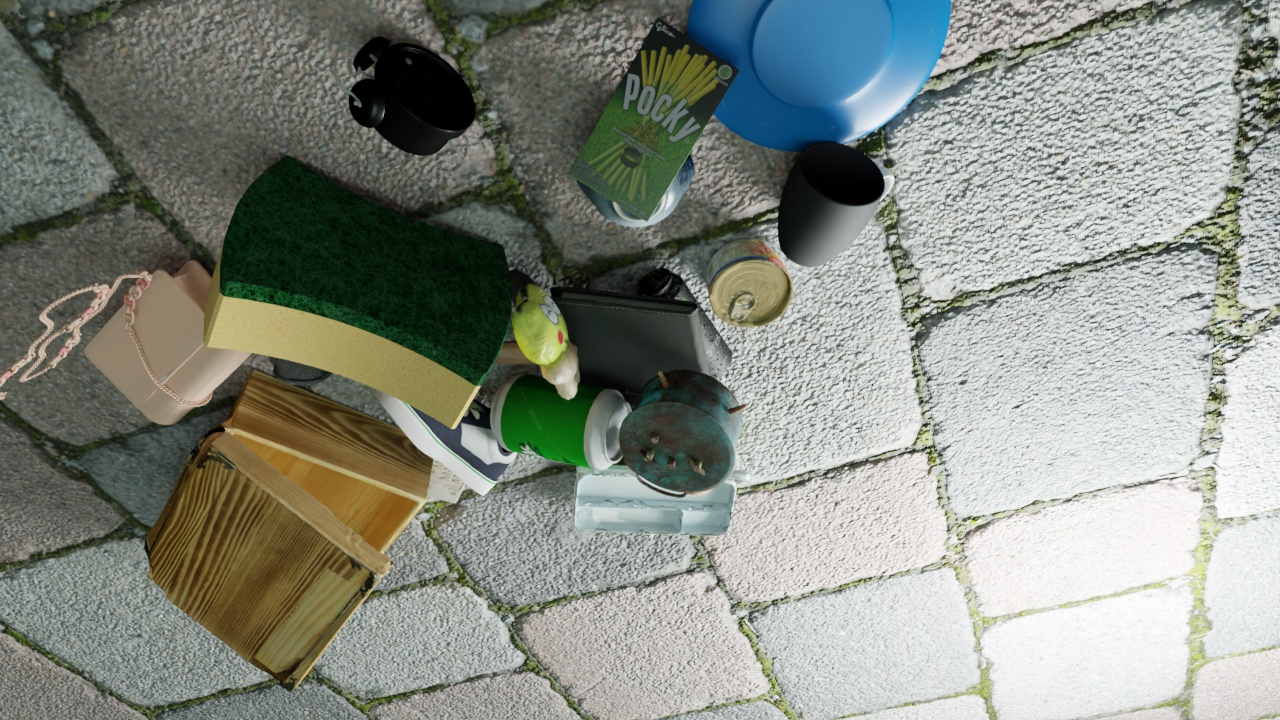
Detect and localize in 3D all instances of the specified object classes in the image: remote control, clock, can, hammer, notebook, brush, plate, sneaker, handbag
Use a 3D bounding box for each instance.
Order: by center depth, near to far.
[{"bbox_3d":[-0.198,-0.221,0.765,0.120,0.091,0.043,20,139,-37],"label":"clock"},{"bbox_3d":[0.152,-0.273,0.778,0.224,0.024,0.225,-1,132,-2],"label":"plate"},{"bbox_3d":[-0.247,-0.064,0.832,0.250,0.194,0.075,21,127,-20],"label":"brush"},{"bbox_3d":[-0.496,0.011,0.889,0.199,0.186,0.116,-35,96,24],"label":"handbag"},{"bbox_3d":[0.111,-0.079,0.938,0.086,0.043,0.086,-1,132,-1],"label":"can"},{"bbox_3d":[0.038,0.090,0.952,0.121,0.073,0.158,21,128,4],"label":"clock"},{"bbox_3d":[-0.231,-0.014,0.959,0.328,0.052,0.098,4,132,0],"label":"hammer"},{"bbox_3d":[-0.113,-0.044,0.965,0.046,0.009,0.125,23,142,33],"label":"remote control"},{"bbox_3d":[0.047,-0.035,0.967,0.054,0.053,0.138,-24,128,18],"label":"can"},{"bbox_3d":[-0.006,0.006,0.979,0.170,0.029,0.209,7,139,19],"label":"notebook"},{"bbox_3d":[-0.086,0.066,1.000,0.140,0.087,0.088,9,136,23],"label":"can"},{"bbox_3d":[-0.211,0.064,1.001,0.079,0.084,0.235,-45,142,-6],"label":"sneaker"},{"bbox_3d":[-0.231,0.127,1.126,0.050,0.011,0.136,17,129,-17],"label":"remote control"}]

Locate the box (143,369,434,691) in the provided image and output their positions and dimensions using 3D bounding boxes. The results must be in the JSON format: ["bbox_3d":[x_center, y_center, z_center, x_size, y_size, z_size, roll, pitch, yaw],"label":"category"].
[{"bbox_3d":[-0.423,0.198,1.051,0.258,0.220,0.280,27,127,-22],"label":"box"}]

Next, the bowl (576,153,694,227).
[{"bbox_3d":[-0.003,-0.163,0.850,0.110,0.055,0.111,-2,132,-2],"label":"bowl"}]

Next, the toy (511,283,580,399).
[{"bbox_3d":[-0.090,-0.016,0.898,0.046,0.092,0.115,-23,114,8],"label":"toy"}]

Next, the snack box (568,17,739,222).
[{"bbox_3d":[0.010,-0.204,0.787,0.080,0.025,0.148,30,104,-8],"label":"snack box"}]

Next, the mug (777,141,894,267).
[{"bbox_3d":[0.185,-0.144,0.868,0.118,0.085,0.100,-20,152,-25],"label":"mug"}]

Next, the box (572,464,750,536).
[{"bbox_3d":[0.021,0.158,1.130,0.210,0.084,0.186,2,142,-3],"label":"box"}]
